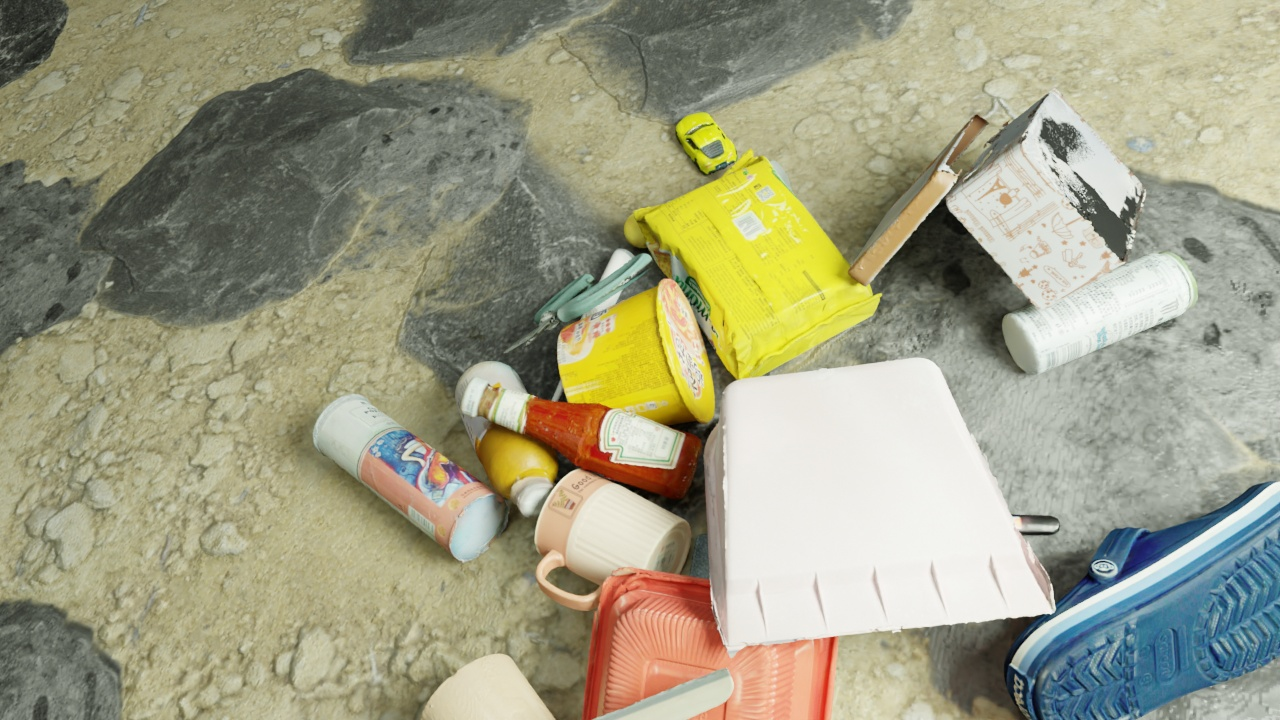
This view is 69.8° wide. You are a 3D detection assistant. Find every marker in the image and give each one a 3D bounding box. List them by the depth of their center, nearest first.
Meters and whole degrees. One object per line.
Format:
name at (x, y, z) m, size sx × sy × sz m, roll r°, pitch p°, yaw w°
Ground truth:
marker at (0.266, 0.130, 0.729) m, size 0.124 × 0.015 × 0.018 m, roll -2°, pitch 56°, yaw 14°

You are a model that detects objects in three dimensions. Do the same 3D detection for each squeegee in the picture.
squeegee at (-0.011, 0.357, 0.598) m, size 0.246 × 0.039 × 0.246 m, roll -23°, pitch 81°, yaw 4°

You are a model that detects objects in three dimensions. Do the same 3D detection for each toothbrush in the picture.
toothbrush at (-0.057, -0.025, 0.944) m, size 0.027 × 0.026 × 0.220 m, roll 3°, pitch 55°, yaw 35°

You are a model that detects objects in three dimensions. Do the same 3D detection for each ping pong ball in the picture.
ping pong ball at (0.002, -0.143, 1.001) m, size 0.040 × 0.040 × 0.040 m, roll -9°, pitch 53°, yaw 12°

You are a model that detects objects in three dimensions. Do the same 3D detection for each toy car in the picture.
toy car at (0.074, -0.258, 1.067) m, size 0.048 × 0.032 × 0.105 m, roll -27°, pitch 49°, yaw -1°

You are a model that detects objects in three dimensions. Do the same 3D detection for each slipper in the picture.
slipper at (0.353, 0.166, 0.627) m, size 0.252 × 0.105 × 0.095 m, roll -27°, pitch 24°, yaw -9°

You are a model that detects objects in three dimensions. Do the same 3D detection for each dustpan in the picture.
dustpan at (0.160, 0.105, 0.715) m, size 0.222 × 0.139 × 0.272 m, roll -5°, pitch 58°, yaw 3°

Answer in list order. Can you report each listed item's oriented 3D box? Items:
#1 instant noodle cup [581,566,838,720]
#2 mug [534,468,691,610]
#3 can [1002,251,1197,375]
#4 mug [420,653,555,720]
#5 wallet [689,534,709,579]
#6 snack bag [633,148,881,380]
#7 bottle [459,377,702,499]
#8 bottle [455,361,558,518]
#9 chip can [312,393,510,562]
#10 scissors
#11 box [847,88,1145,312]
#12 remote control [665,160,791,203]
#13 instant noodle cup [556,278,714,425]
instant noodle cup at (0.039, 0.239, 0.653) m, size 0.189 × 0.079 × 0.164 m, roll 3°, pitch 83°, yaw 21°
mug at (-0.031, 0.157, 0.761) m, size 0.106 × 0.082 × 0.114 m, roll 21°, pitch 47°, yaw 28°
can at (0.389, -0.040, 0.783) m, size 0.147 × 0.058 × 0.058 m, roll -23°, pitch 51°, yaw 1°
mug at (-0.111, 0.303, 0.687) m, size 0.103 × 0.084 × 0.125 m, roll 40°, pitch 109°, yaw 35°
wallet at (0.095, 0.189, 0.743) m, size 0.121 × 0.019 × 0.097 m, roll 1°, pitch 54°, yaw 21°
snack bag at (0.110, -0.102, 0.906) m, size 0.158 × 0.068 × 0.246 m, roll -28°, pitch 56°, yaw -3°
bottle at (-0.052, 0.062, 0.781) m, size 0.206 × 0.060 × 0.059 m, roll 18°, pitch 60°, yaw 2°
bottle at (-0.121, 0.072, 0.849) m, size 0.068 × 0.068 × 0.189 m, roll -30°, pitch 40°, yaw -5°
chip can at (-0.222, 0.108, 0.875) m, size 0.215 × 0.071 × 0.071 m, roll 28°, pitch 68°, yaw 32°
scissors at (-0.061, -0.062, 0.905) m, size 0.170 × 0.019 × 0.178 m, roll -33°, pitch 14°, yaw 9°
box at (0.305, -0.120, 0.817) m, size 0.157 × 0.194 × 0.182 m, roll 47°, pitch 43°, yaw 0°
remote control at (0.097, -0.176, 1.006) m, size 0.135 × 0.019 × 0.056 m, roll -20°, pitch 51°, yaw 4°
instant noodle cup at (-0.005, 0.005, 0.844) m, size 0.110 × 0.138 × 0.137 m, roll -16°, pitch 51°, yaw 18°
